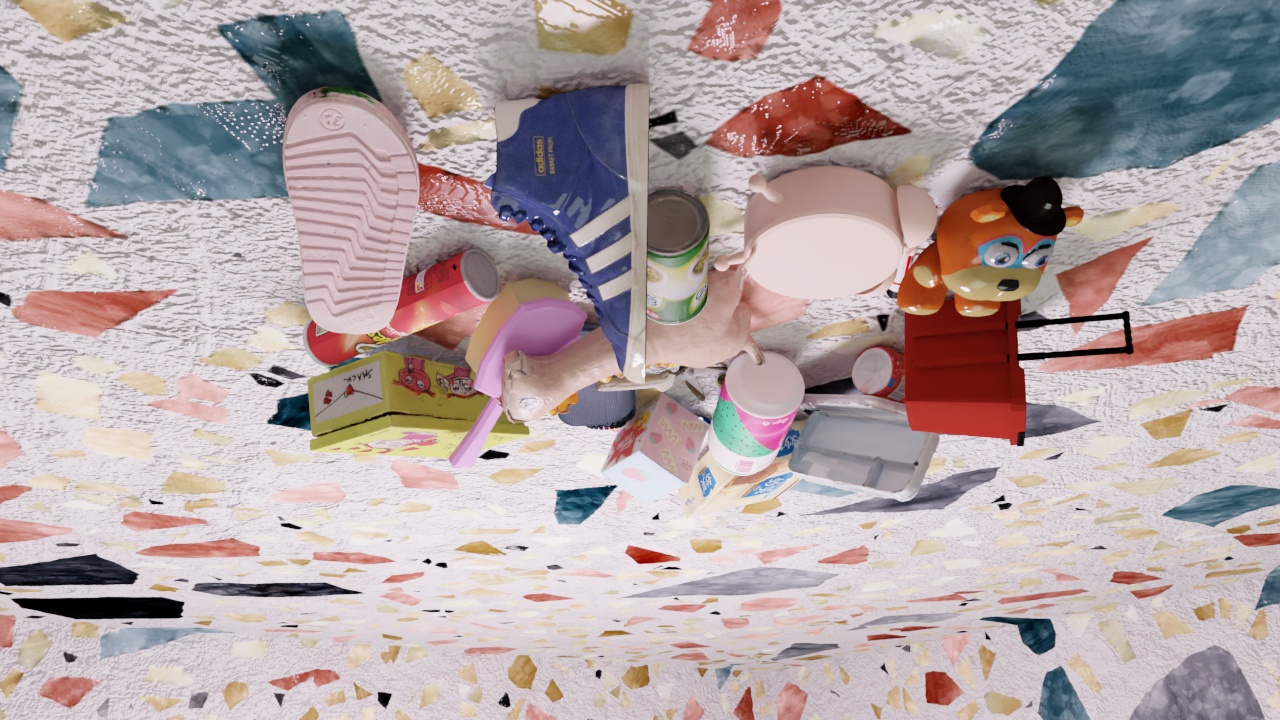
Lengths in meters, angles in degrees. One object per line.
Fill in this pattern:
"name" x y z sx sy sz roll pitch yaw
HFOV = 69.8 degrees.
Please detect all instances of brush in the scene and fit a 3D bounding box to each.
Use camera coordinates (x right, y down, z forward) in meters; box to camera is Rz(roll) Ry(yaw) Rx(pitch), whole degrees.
"brush" -0.139 0.017 0.915 0.089 0.043 0.229 6 130 -42

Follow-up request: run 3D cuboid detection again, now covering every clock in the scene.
"clock" 0.155 -0.095 0.771 0.160 0.086 0.131 1 154 -10

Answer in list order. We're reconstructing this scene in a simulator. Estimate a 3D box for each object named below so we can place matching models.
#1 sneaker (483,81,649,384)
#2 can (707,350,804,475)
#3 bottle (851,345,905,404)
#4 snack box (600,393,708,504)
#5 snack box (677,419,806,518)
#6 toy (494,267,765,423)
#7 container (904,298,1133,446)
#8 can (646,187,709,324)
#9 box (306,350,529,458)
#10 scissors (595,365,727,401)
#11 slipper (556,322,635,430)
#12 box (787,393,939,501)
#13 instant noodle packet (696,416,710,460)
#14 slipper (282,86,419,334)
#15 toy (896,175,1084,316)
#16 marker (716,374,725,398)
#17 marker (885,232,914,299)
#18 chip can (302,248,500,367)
"sneaker" -0.054 -0.086 0.684 0.118 0.091 0.233 1 121 1
"can" 0.130 0.065 1.068 0.088 0.088 0.166 1 147 -6
"bottle" 0.310 0.028 1.056 0.137 0.061 0.062 19 147 -35
"snack box" 0.017 0.110 1.142 0.079 0.094 0.093 36 141 -16
"snack box" 0.154 0.149 1.262 0.153 0.055 0.208 -8 157 -20
"toy" -0.005 0.005 0.905 0.264 0.065 0.196 -30 138 1
"container" 0.371 0.004 0.918 0.201 0.147 0.127 -2 154 21
"can" 0.026 -0.087 0.794 0.067 0.067 0.121 -3 154 1
"box" -0.235 0.056 0.999 0.125 0.082 0.220 -17 163 26
"scissors" 0.028 0.005 0.994 0.179 0.015 0.197 -28 142 -22
"slipper" -0.048 0.042 1.036 0.101 0.082 0.264 -6 154 3
"box" 0.235 0.099 1.072 0.130 0.105 0.211 17 171 -24
"instant noodle packet" 0.075 0.108 1.241 0.087 0.026 0.134 -17 150 27
"slipper" -0.224 -0.117 0.719 0.094 0.064 0.240 1 141 -16
"toy" 0.296 -0.095 0.786 0.112 0.096 0.176 1 143 -12
"marker" 0.105 0.054 1.145 0.017 0.017 0.146 -5 153 5
"marker" 0.241 -0.100 0.839 0.019 0.019 0.146 -5 154 6
"chip can" -0.230 -0.048 0.872 0.215 0.051 0.051 -18 150 29
